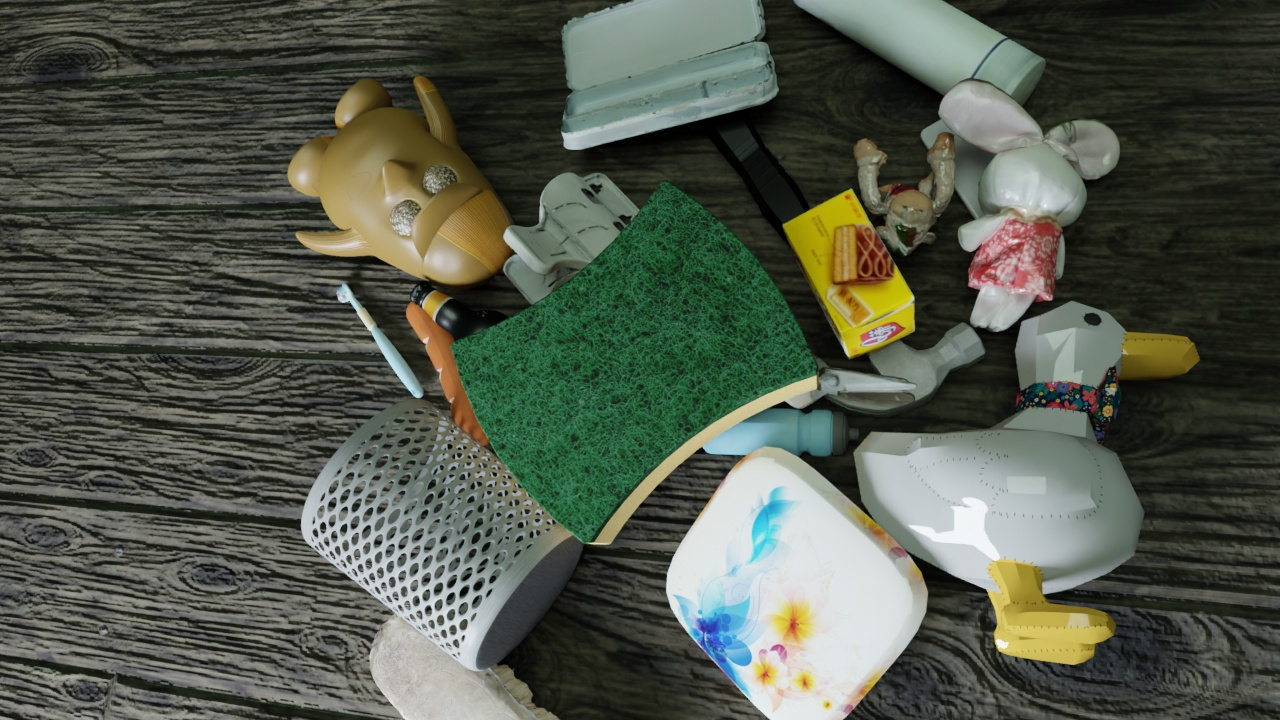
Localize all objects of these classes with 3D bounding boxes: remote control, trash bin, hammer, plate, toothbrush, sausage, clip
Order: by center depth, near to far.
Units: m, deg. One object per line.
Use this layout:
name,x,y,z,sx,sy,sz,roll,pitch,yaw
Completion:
plate,0.109,0.180,0.713,0.187,0.016,0.187,42,115,27
trash bin,-0.160,0.148,0.771,0.183,0.156,0.156,34,87,18
remote control,0.298,-0.151,0.795,0.045,0.008,0.146,-29,72,7
hammer,0.152,-0.098,0.808,0.131,0.039,0.328,-32,70,7
clip,-0.056,-0.112,0.845,0.143,0.075,0.124,-30,64,-27
sausage,-0.177,0.007,0.871,0.044,0.039,0.164,-33,70,16
toothbrush,-0.259,-0.020,0.913,0.155,0.016,0.022,49,124,21

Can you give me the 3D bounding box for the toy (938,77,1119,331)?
toy,0.307,-0.118,0.736,0.159,0.084,0.194,11,86,-9

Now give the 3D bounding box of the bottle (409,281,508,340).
bottle,-0.135,-0.014,0.838,0.181,0.059,0.059,35,87,10

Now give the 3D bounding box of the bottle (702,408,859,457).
bottle,0.118,0.061,0.775,0.130,0.040,0.040,0,76,16

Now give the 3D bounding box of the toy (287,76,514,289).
toy,-0.211,-0.149,0.865,0.203,0.162,0.198,38,89,10

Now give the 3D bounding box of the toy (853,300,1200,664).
toy,0.285,0.078,0.677,0.247,0.141,0.267,-2,63,17

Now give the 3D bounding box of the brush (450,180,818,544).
brush,-0.004,0.004,0.737,0.250,0.075,0.195,-37,74,2

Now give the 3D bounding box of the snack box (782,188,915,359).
snack box,0.167,-0.066,0.730,0.061,0.083,0.105,-27,69,9

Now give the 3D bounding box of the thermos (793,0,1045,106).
thermos,0.243,-0.293,0.816,0.230,0.068,0.068,42,90,21

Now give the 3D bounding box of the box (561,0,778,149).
box,0.022,-0.287,0.886,0.210,0.061,0.192,-13,51,11

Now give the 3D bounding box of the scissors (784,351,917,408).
scissors,0.131,0.009,0.764,0.188,0.015,0.146,-32,67,29

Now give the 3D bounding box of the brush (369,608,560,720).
brush,-0.119,0.311,0.768,0.271,0.056,0.083,36,91,21

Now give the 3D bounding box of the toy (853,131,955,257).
toy,0.219,-0.134,0.772,0.085,0.074,0.105,5,60,13
